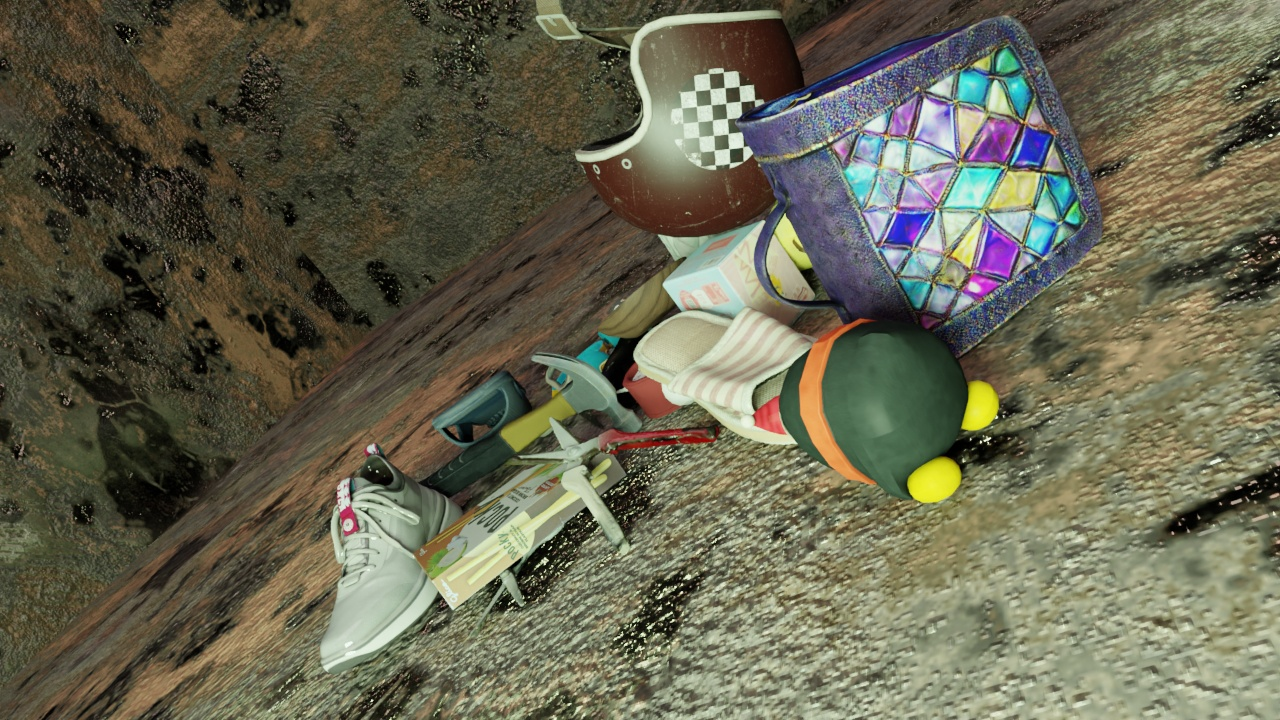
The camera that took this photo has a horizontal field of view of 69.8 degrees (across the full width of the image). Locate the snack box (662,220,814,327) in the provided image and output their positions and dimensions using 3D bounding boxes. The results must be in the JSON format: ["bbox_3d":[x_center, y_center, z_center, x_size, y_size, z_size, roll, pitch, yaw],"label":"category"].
[{"bbox_3d":[0.095,-0.068,0.886,0.079,0.095,0.093,-46,18,-28],"label":"snack box"}]

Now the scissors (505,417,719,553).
[{"bbox_3d":[-0.030,0.093,0.767,0.200,0.015,0.178,-13,36,15],"label":"scissors"}]

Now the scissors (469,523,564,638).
[{"bbox_3d":[-0.121,0.186,0.792,0.165,0.014,0.141,-19,21,48],"label":"scissors"}]

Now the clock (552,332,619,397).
[{"bbox_3d":[-0.058,0.007,1.097,0.130,0.043,0.098,-36,15,31],"label":"clock"}]

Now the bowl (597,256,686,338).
[{"bbox_3d":[0.011,-0.057,0.949,0.119,0.032,0.119,-39,-3,-2],"label":"bowl"}]

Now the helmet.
[{"bbox_3d":[0.040,-0.244,0.875,0.234,0.254,0.233,-5,17,1],"label":"helmet"}]

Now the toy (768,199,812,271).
[{"bbox_3d":[0.194,-0.171,0.906,0.214,0.084,0.149,-54,-3,-3],"label":"toy"}]

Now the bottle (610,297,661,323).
[{"bbox_3d":[-0.002,-0.054,1.137,0.047,0.047,0.112,-41,16,-12],"label":"bottle"}]

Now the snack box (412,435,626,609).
[{"bbox_3d":[-0.111,0.139,0.827,0.185,0.031,0.101,-36,15,-18],"label":"snack box"}]

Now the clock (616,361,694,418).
[{"bbox_3d":[0.034,0.012,0.887,0.125,0.044,0.086,-19,24,50],"label":"clock"}]

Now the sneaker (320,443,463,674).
[{"bbox_3d":[-0.258,0.182,0.887,0.097,0.129,0.262,-33,19,18],"label":"sneaker"}]

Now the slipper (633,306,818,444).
[{"bbox_3d":[0.070,-0.001,0.758,0.115,0.052,0.263,-39,28,-15],"label":"slipper"}]

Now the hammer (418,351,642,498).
[{"bbox_3d":[-0.150,0.093,0.966,0.334,0.118,0.025,-33,14,35],"label":"hammer"}]

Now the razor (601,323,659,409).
[{"bbox_3d":[-0.006,0.006,0.972,0.064,0.053,0.140,-35,17,34],"label":"razor"}]

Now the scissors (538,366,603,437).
[{"bbox_3d":[-0.079,0.041,1.030,0.164,0.012,0.153,-39,42,40],"label":"scissors"}]

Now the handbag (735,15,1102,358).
[{"bbox_3d":[0.180,-0.114,0.652,0.222,0.205,0.125,-32,16,-2],"label":"handbag"}]

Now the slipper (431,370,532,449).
[{"bbox_3d":[-0.171,0.072,1.111,0.101,0.082,0.263,-38,-3,1],"label":"slipper"}]

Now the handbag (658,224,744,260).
[{"bbox_3d":[0.057,-0.178,1.088,0.073,0.195,0.138,-23,24,31],"label":"handbag"}]

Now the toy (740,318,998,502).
[{"bbox_3d":[0.131,0.025,0.546,0.119,0.100,0.097,-11,33,54],"label":"toy"}]
